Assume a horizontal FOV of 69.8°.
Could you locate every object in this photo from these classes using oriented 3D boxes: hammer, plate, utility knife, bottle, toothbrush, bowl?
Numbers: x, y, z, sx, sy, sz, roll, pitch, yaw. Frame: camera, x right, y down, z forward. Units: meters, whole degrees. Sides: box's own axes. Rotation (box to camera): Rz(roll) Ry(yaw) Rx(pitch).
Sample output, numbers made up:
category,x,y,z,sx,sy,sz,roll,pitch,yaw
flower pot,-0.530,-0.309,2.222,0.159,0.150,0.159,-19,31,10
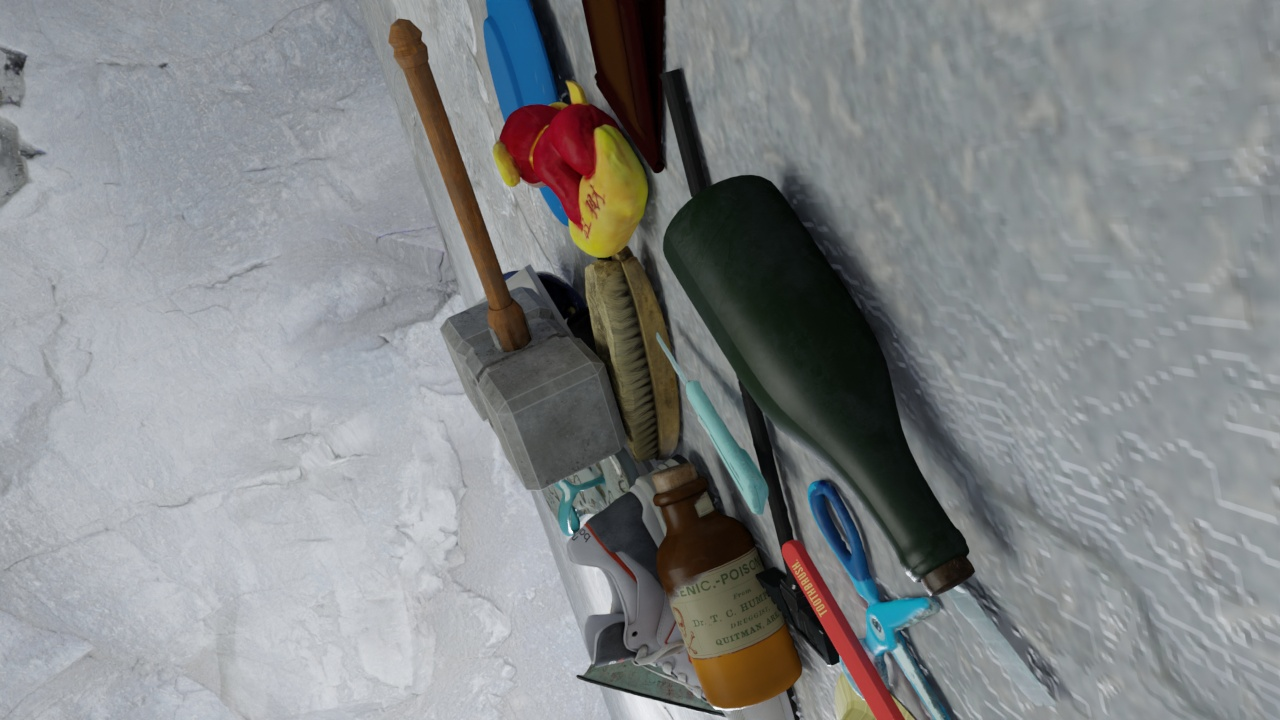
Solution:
category,x,y,z,sx,sy,sz,roll,pitch,yaw
hammer,0.055,0.007,0.501,0.095,0.015,0.325,-144,36,-69
plate,0.138,0.263,0.491,0.184,0.036,0.184,159,90,-77
utility knife,0.098,0.052,0.389,0.221,0.015,0.031,56,166,43
plate,-0.098,-0.213,0.733,0.224,0.024,0.224,162,91,-80
hammer,-0.111,-0.078,0.643,0.163,0.082,0.318,44,155,53
bottle,0.049,0.145,0.611,0.068,0.067,0.157,142,107,-77
toothbrush,0.120,0.180,0.431,0.212,0.017,0.012,61,139,23
bottle,0.069,0.008,0.349,0.055,0.055,0.174,92,153,-60
bowl,0.021,0.297,0.859,0.158,0.157,0.038,113,172,-72
utility knife,0.038,0.028,0.545,0.166,0.015,0.022,-118,13,-51

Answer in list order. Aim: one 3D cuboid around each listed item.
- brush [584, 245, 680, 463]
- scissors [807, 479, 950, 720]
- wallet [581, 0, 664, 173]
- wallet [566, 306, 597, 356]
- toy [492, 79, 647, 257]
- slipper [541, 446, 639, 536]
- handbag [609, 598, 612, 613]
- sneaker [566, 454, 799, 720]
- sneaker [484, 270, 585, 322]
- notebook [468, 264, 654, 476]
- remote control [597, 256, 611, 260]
category,x,y,z,sx,sy,sz,roll,pitch,yaw
brush,-0.004,0.004,0.668,0.059,0.043,0.196,-124,18,-47
scissors,0.111,0.120,0.444,0.134,0.011,0.139,101,148,-66
wallet,-0.012,-0.172,0.496,0.116,0.018,0.091,85,160,-55
wallet,-0.021,0.008,0.786,0.120,0.031,0.099,65,167,-4
toy,-0.045,-0.128,0.589,0.137,0.067,0.106,41,138,39
slipper,-0.069,0.106,0.815,0.098,0.054,0.269,66,159,5
handbag,0.004,0.183,0.816,0.186,0.047,0.124,101,-177,-68
sneaker,0.022,0.200,0.679,0.089,0.124,0.239,156,94,-78
sneaker,-0.075,0.013,0.914,0.119,0.091,0.233,-10,101,66
notebook,-0.076,0.025,0.834,0.210,0.009,0.143,59,148,-6
remote control,-0.024,-0.086,0.680,0.034,0.013,0.150,-132,26,-59
